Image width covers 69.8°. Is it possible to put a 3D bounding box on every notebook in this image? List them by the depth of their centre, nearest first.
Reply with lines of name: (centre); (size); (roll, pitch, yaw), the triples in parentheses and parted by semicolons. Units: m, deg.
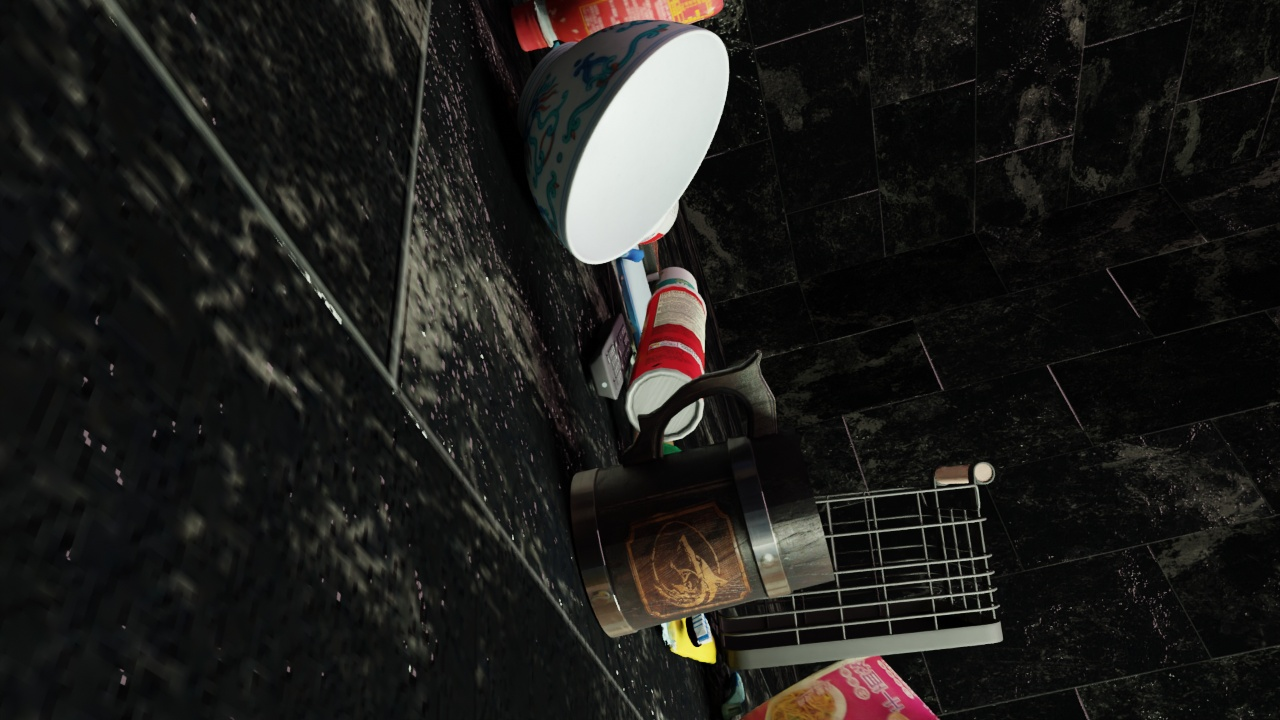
notebook: (-0.002, -0.064, 0.897); (0.181, 0.009, 0.253); (-17, 93, -83)

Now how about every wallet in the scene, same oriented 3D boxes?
wallet: (0.004, -0.146, 1.081); (0.123, 0.019, 0.072); (-90, 166, -65)

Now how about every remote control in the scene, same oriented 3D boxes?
remote control: (-0.020, -0.004, 0.601); (0.136, 0.015, 0.032); (-73, 148, -77)

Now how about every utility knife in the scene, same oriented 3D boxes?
utility knife: (0.033, 0.187, 0.622); (0.165, 0.017, 0.030); (61, 10, -65)

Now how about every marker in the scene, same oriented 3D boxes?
marker: (-0.017, -0.092, 0.774); (0.141, 0.013, 0.013); (-17, 92, -78)

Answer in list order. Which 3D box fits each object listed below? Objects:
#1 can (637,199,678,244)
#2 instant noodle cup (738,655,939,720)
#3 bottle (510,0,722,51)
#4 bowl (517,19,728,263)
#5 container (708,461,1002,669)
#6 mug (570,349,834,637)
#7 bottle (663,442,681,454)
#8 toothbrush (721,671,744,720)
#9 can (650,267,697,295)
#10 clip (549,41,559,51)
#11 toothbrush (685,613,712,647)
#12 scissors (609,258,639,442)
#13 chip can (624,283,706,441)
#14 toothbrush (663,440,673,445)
can: (-0.008, -0.129, 0.736); (0.132, 0.070, 0.070); (-51, 126, -81)
instant noodle cup: (0.141, 0.290, 0.707); (0.077, 0.178, 0.179); (60, -1, 29)
bottle: (-0.018, -0.241, 0.610); (0.062, 0.138, 0.062); (-13, 89, -82)
bowl: (-0.022, -0.136, 0.527); (0.074, 0.144, 0.144); (36, -6, 18)
container: (0.159, 0.161, 0.750); (0.163, 0.241, 0.130); (92, -7, -82)
mug: (0.025, 0.063, 0.435); (0.080, 0.107, 0.116); (-66, 140, -79)
bottle: (0.022, 0.097, 0.620); (0.111, 0.043, 0.043); (66, 12, -55)
toothbrush: (0.083, 0.289, 0.795); (0.135, 0.017, 0.022); (38, 34, -78)
can: (0.039, -0.069, 1.049); (0.101, 0.055, 0.055); (-90, 163, -64)
clip: (-0.053, -0.178, 0.646); (0.121, 0.031, 0.129); (31, 55, -14)
toothbrush: (0.033, 0.153, 0.643); (0.014, 0.014, 0.167); (62, 5, -12)
scissors: (-0.008, -0.004, 0.707); (0.161, 0.014, 0.142); (-87, 164, -66)
chip can: (0.022, -0.006, 0.682); (0.214, 0.052, 0.052); (-77, 152, -71)
toothbrush: (0.039, 0.112, 0.826); (0.016, 0.016, 0.167); (-97, 169, -46)
